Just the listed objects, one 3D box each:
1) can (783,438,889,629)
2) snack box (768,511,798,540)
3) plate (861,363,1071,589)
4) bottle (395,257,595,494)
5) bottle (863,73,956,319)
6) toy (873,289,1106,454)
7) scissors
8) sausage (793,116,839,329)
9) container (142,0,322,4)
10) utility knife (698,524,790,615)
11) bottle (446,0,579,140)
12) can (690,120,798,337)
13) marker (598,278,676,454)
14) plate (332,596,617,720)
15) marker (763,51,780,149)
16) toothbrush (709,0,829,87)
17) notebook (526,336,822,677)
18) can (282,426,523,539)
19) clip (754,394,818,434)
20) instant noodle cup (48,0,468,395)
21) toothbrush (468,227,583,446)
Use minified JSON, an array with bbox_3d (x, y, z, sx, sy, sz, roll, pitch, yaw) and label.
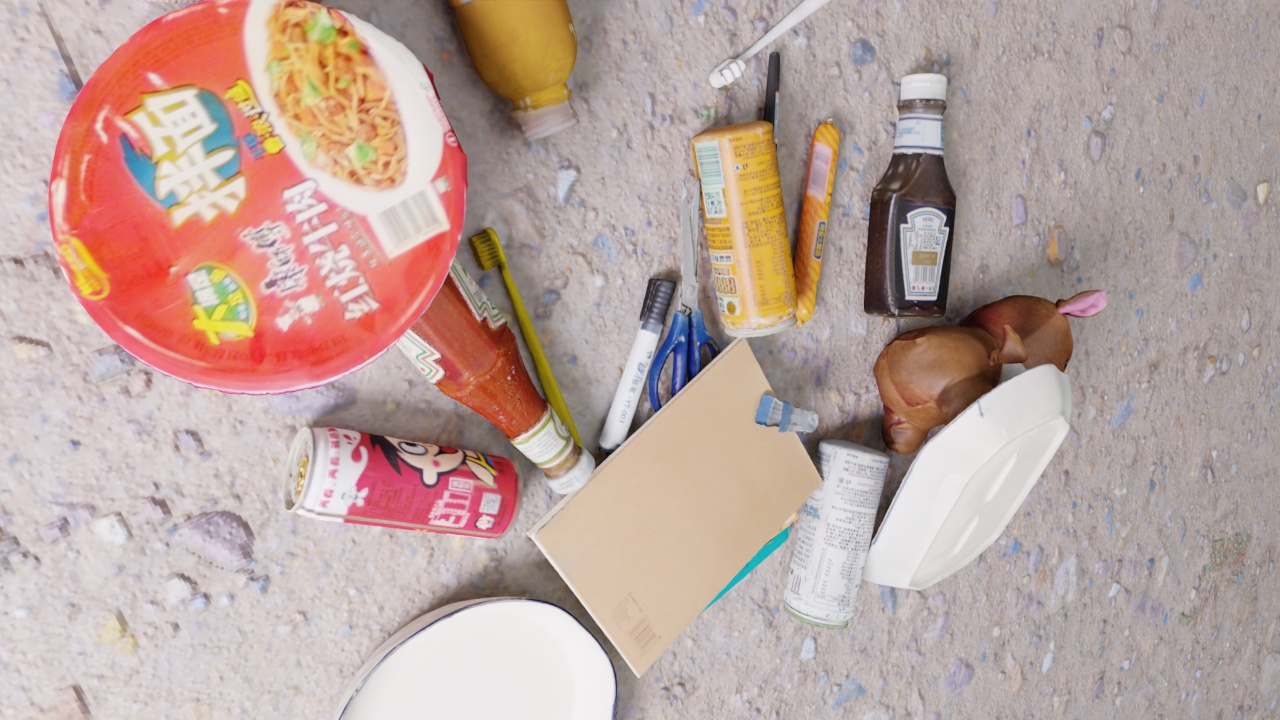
[{"bbox_3d":[0.159,0.140,0.751,0.058,0.058,0.147,11,93,-33],"label":"can"},{"bbox_3d":[0.048,0.127,0.697,0.155,0.027,0.077,-31,112,-24],"label":"snack box"},{"bbox_3d":[0.270,0.110,0.747,0.161,0.034,0.266,-19,142,-24],"label":"plate"},{"bbox_3d":[-0.097,0.005,0.565,0.059,0.060,0.206,-46,119,-17],"label":"bottle"},{"bbox_3d":[0.224,-0.132,0.752,0.079,0.044,0.195,-2,99,-32],"label":"bottle"},{"bbox_3d":[0.299,0.007,0.781,0.199,0.140,0.130,-28,86,-29],"label":"toy"},{"bbox_3d":[0.041,-0.042,0.657,0.124,0.012,0.173,22,86,-48],"label":"scissors"},{"bbox_3d":[0.134,-0.106,0.712,0.021,0.021,0.165,4,97,-33],"label":"sausage"},{"bbox_3d":[-0.213,-0.218,0.435,0.110,0.090,0.090,-11,105,-27],"label":"container"},{"bbox_3d":[0.065,0.172,0.724,0.151,0.013,0.029,-34,117,-23],"label":"utility knife"},{"bbox_3d":[-0.082,-0.223,0.527,0.067,0.068,0.190,-28,113,-25],"label":"bottle"},{"bbox_3d":[0.076,-0.094,0.656,0.058,0.058,0.146,-20,109,-28],"label":"can"},{"bbox_3d":[-0.004,0.004,0.648,0.022,0.018,0.130,20,87,-13],"label":"marker"},{"bbox_3d":[-0.112,0.250,0.609,0.204,0.046,0.205,-7,103,-32],"label":"plate"},{"bbox_3d":[0.094,-0.165,0.680,0.018,0.015,0.124,-16,110,-69],"label":"marker"},{"bbox_3d":[0.116,-0.254,0.677,0.179,0.016,0.016,-42,120,-19],"label":"toothbrush"},{"bbox_3d":[0.036,0.105,0.662,0.211,0.012,0.149,-42,117,-21],"label":"notebook"},{"bbox_3d":[-0.141,0.075,0.552,0.132,0.053,0.053,15,91,-33],"label":"can"},{"bbox_3d":[0.114,0.044,0.686,0.058,0.045,0.027,17,84,-43],"label":"clip"},{"bbox_3d":[-0.180,-0.077,0.461,0.194,0.066,0.193,0,85,-4],"label":"instant noodle cup"},{"bbox_3d":[-0.070,0.002,0.607,0.016,0.016,0.190,-29,113,-20],"label":"toothbrush"}]
